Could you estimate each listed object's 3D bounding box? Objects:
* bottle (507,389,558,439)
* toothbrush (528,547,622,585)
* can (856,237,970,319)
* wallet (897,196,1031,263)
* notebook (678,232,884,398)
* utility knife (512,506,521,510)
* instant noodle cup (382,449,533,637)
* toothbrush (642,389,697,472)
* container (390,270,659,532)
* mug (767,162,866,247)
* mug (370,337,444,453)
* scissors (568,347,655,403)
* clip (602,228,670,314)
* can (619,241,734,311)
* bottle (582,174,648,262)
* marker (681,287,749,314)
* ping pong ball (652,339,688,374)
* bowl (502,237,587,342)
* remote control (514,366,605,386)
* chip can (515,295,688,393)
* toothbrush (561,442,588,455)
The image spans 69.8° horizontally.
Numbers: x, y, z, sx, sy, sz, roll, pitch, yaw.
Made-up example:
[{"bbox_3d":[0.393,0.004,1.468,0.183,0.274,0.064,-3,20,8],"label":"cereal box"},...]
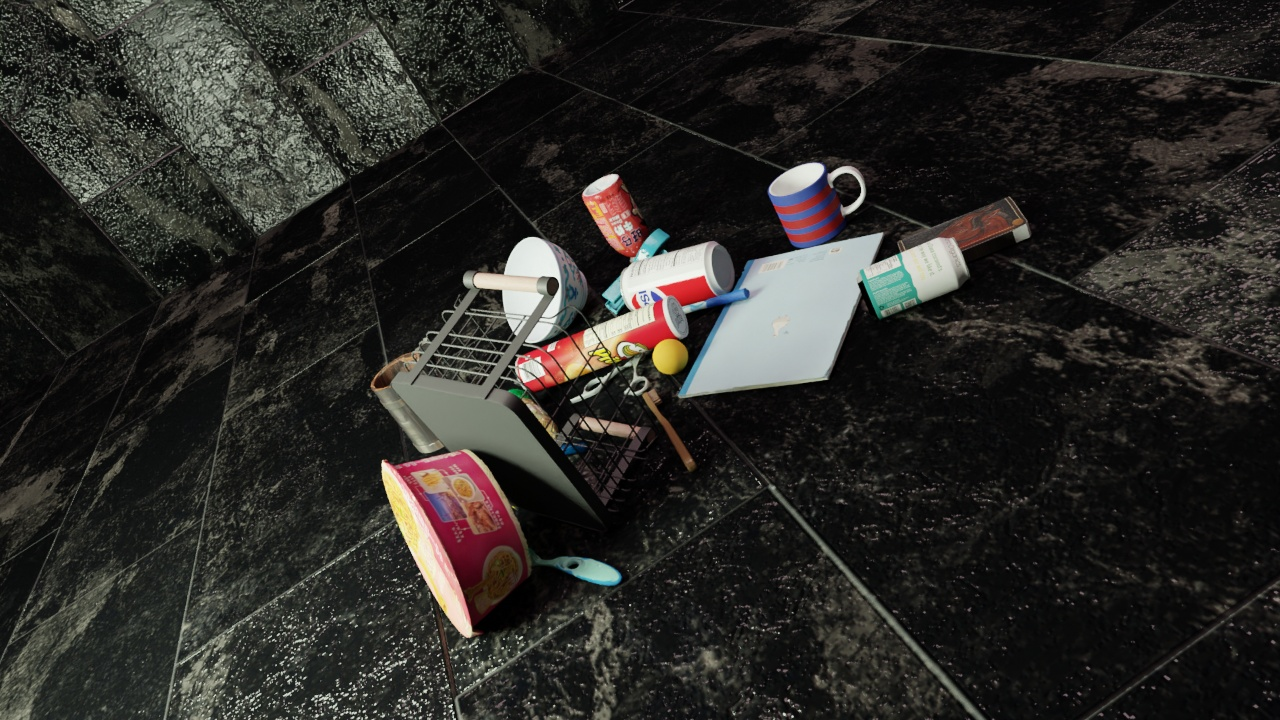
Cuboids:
[{"bbox_3d":[-0.132,0.069,1.084,0.043,0.043,0.111,-38,30,-11],"label":"bottle"},{"bbox_3d":[-0.068,0.191,0.857,0.135,0.017,0.022,0,38,44],"label":"toothbrush"},{"bbox_3d":[0.272,-0.083,0.920,0.102,0.055,0.054,-23,30,16],"label":"can"},{"bbox_3d":[0.337,-0.127,0.964,0.123,0.019,0.072,-22,33,16],"label":"wallet"},{"bbox_3d":[0.160,-0.053,1.028,0.181,0.009,0.252,-8,36,37],"label":"notebook"},{"bbox_3d":[-0.162,0.137,1.033,0.030,0.017,0.165,-39,30,-23],"label":"utility knife"},{"bbox_3d":[-0.168,0.161,0.862,0.077,0.179,0.179,-25,25,-25],"label":"instant noodle cup"},{"bbox_3d":[0.030,0.070,0.955,0.016,0.016,0.166,-32,28,0],"label":"toothbrush"},{"bbox_3d":[-0.101,0.044,0.889,0.163,0.241,0.130,8,54,36],"label":"container"},{"bbox_3d":[0.222,-0.195,1.121,0.112,0.076,0.074,-15,33,28],"label":"mug"},{"bbox_3d":[-0.280,0.042,1.198,0.080,0.107,0.115,-13,34,30],"label":"mug"},{"bbox_3d":[-0.015,0.002,1.106,0.162,0.014,0.141,-22,33,18],"label":"scissors"},{"bbox_3d":[0.005,-0.115,1.253,0.130,0.031,0.121,-55,-17,8],"label":"clip"},{"bbox_3d":[0.046,-0.102,1.150,0.132,0.070,0.070,-11,35,33],"label":"can"},{"bbox_3d":[-0.023,-0.187,1.278,0.062,0.137,0.061,-24,30,15],"label":"bottle"},{"bbox_3d":[0.071,-0.066,1.118,0.142,0.013,0.013,-13,33,39],"label":"marker"},{"bbox_3d":[0.034,-0.004,1.040,0.040,0.040,0.040,-23,30,14],"label":"ping pong ball"},{"bbox_3d":[-0.122,-0.097,1.276,0.074,0.144,0.144,-2,7,-40],"label":"bowl"},{"bbox_3d":[-0.100,0.010,1.172,0.137,0.015,0.032,-15,33,28],"label":"remote control"},{"bbox_3d":[-0.049,-0.016,1.099,0.215,0.052,0.051,-21,30,24],"label":"chip can"},{"bbox_3d":[-0.134,0.109,1.038,0.168,0.014,0.014,-12,23,23],"label":"toothbrush"}]
